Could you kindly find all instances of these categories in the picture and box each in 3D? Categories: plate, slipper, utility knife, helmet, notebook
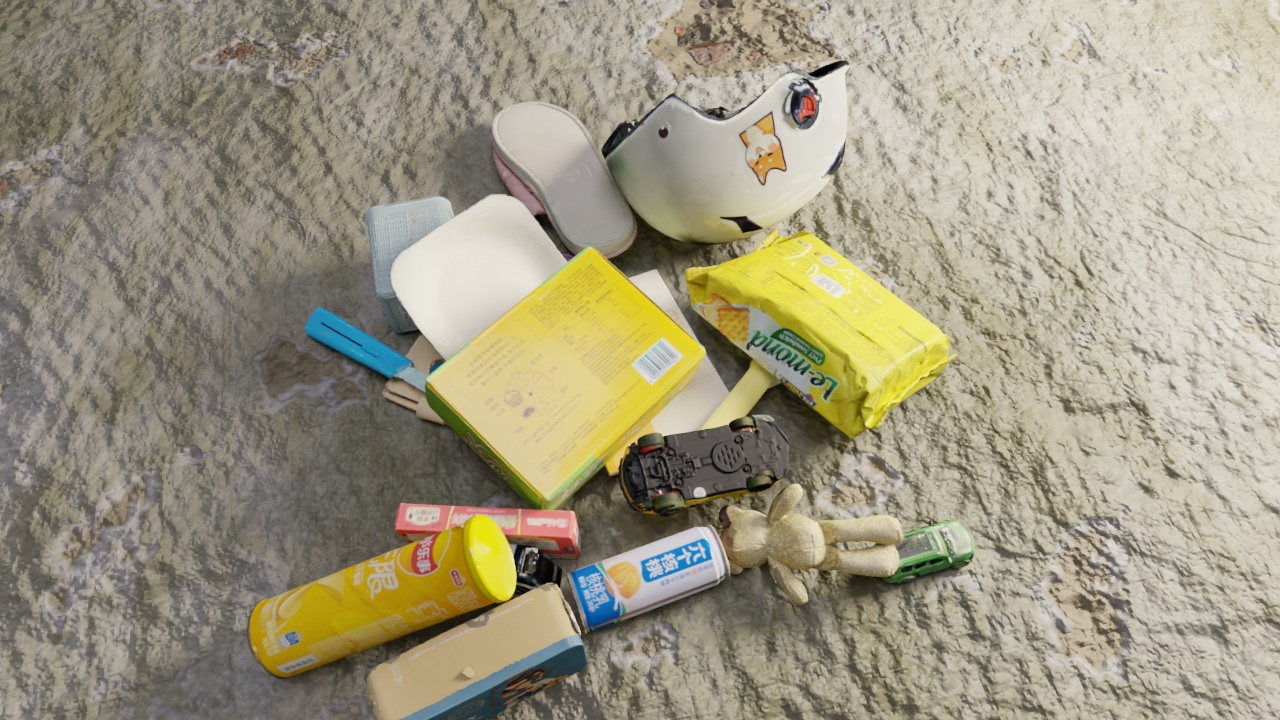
[{"bbox_3d":[-0.148,-0.065,0.907,0.164,0.034,0.163,-38,95,-24],"label":"plate"},{"bbox_3d":[-0.089,-0.204,1.048,0.114,0.054,0.274,-25,56,-15],"label":"slipper"},{"bbox_3d":[0.078,0.055,0.866,0.031,0.022,0.215,31,55,21],"label":"utility knife"},{"bbox_3d":[0.103,-0.209,0.974,0.273,0.230,0.157,-18,101,-16],"label":"helmet"},{"bbox_3d":[-0.262,-0.003,0.928,0.219,0.018,0.034,25,62,26],"label":"utility knife"},{"bbox_3d":[-0.005,0.005,0.916,0.145,0.010,0.206,-20,59,-14],"label":"notebook"}]

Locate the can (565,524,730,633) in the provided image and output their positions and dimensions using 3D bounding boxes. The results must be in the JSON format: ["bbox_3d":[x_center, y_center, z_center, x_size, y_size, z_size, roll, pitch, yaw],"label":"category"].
[{"bbox_3d":[0.007,0.188,0.794,0.134,0.053,0.053,-18,59,-10],"label":"can"}]

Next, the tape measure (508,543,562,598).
[{"bbox_3d":[-0.108,0.183,0.793,0.066,0.066,0.033,0,58,19],"label":"tape measure"}]

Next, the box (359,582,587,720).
[{"bbox_3d":[-0.135,0.252,0.738,0.184,0.090,0.062,-26,61,-12],"label":"box"}]

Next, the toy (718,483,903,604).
[{"bbox_3d":[0.146,0.156,0.795,0.157,0.066,0.105,-1,98,17],"label":"toy"}]

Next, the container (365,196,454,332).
[{"bbox_3d":[-0.234,-0.097,0.967,0.090,0.090,0.111,-10,60,-4],"label":"container"}]

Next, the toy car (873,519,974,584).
[{"bbox_3d":[0.252,0.167,0.812,0.091,0.036,0.043,-13,56,-11],"label":"toy car"}]

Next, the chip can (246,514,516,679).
[{"bbox_3d":[-0.210,0.195,0.747,0.213,0.072,0.072,-23,57,11],"label":"chip can"}]

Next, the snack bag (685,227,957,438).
[{"bbox_3d":[0.179,-0.041,0.904,0.157,0.068,0.246,-28,57,-36],"label":"snack bag"}]

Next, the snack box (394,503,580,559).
[{"bbox_3d":[-0.131,0.151,0.808,0.153,0.075,0.025,2,63,3],"label":"snack box"}]

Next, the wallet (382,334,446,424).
[{"bbox_3d":[-0.193,0.025,0.924,0.115,0.024,0.087,21,61,13],"label":"wallet"}]

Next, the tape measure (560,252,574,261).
[{"bbox_3d":[-0.086,-0.084,0.981,0.057,0.039,0.057,-35,63,-13],"label":"tape measure"}]

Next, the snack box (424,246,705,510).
[{"bbox_3d":[-0.067,0.017,0.843,0.157,0.070,0.209,43,68,12],"label":"snack box"}]

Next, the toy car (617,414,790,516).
[{"bbox_3d":[0.058,0.094,0.813,0.155,0.041,0.071,-11,68,-12],"label":"toy car"}]

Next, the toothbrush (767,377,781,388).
[{"bbox_3d":[0.085,0.038,0.910,0.180,0.016,0.016,-23,62,-13],"label":"toothbrush"}]
